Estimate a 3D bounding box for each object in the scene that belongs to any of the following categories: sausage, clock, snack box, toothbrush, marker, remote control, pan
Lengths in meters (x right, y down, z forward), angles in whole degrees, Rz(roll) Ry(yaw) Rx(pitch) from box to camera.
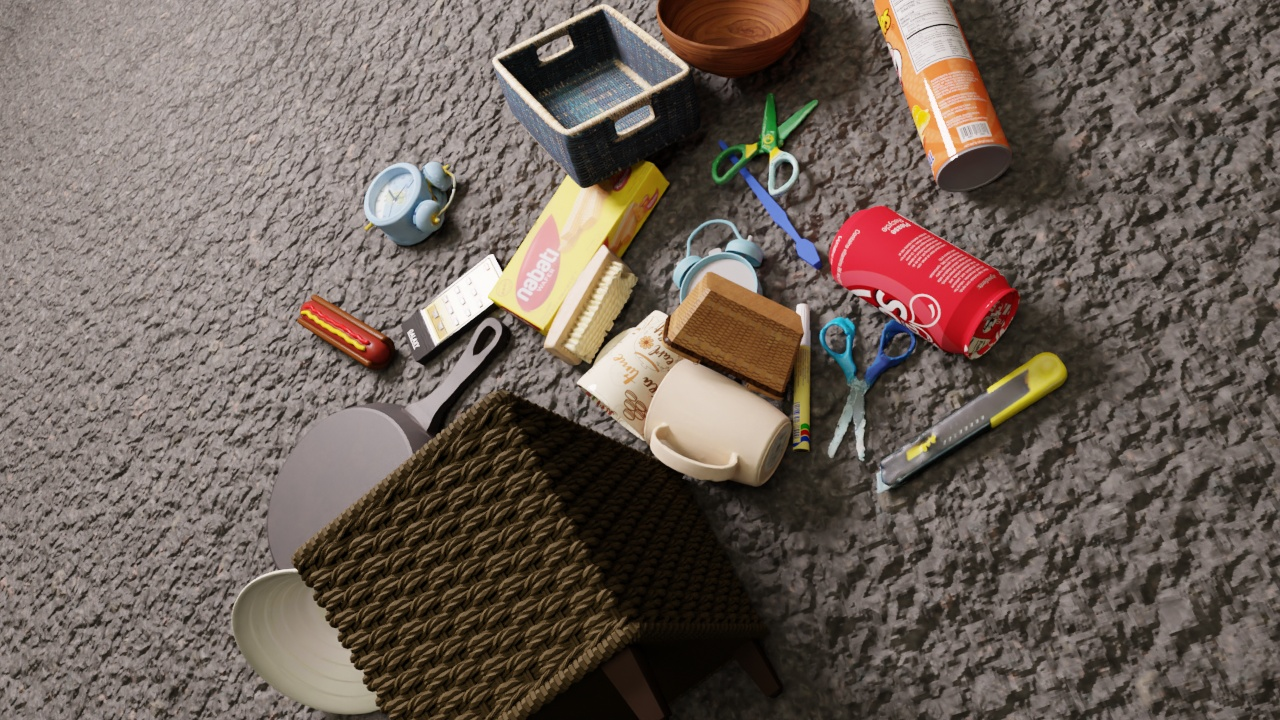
[{"bbox_3d":[-0.337,-0.033,1.043,0.156,0.040,0.040,26,84,33],"label":"sausage"},{"bbox_3d":[-0.261,-0.184,1.056,0.125,0.051,0.088,-6,66,26],"label":"clock"},{"bbox_3d":[-0.064,-0.122,0.934,0.092,0.042,0.200,31,86,34],"label":"snack box"},{"bbox_3d":[0.120,-0.151,0.872,0.016,0.011,0.186,-37,55,10],"label":"toothbrush"},{"bbox_3d":[0.139,0.014,0.791,0.014,0.014,0.132,-6,68,25],"label":"marker"},{"bbox_3d":[0.072,-0.077,0.846,0.087,0.042,0.123,-18,65,20],"label":"clock"},{"bbox_3d":[-0.199,-0.055,0.995,0.133,0.013,0.058,-37,58,10],"label":"remote control"},{"bbox_3d":[-0.259,0.096,0.948,0.249,0.043,0.356,38,90,33],"label":"pan"}]

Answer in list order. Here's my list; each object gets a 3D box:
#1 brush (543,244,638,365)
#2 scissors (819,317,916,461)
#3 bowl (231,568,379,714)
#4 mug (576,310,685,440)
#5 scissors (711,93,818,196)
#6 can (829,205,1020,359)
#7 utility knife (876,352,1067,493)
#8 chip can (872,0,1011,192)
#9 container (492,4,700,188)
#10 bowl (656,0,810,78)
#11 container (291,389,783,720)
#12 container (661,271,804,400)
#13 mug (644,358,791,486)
[{"bbox_3d":[-0.045,-0.050,0.891,0.039,0.049,0.117,28,85,35],"label":"brush"},{"bbox_3d":[0.192,0.023,0.761,0.086,0.015,0.134,-5,69,24],"label":"scissors"},{"bbox_3d":[-0.288,0.250,0.867,0.177,0.177,0.057,-21,22,19],"label":"bowl"},{"bbox_3d":[-0.005,0.005,0.847,0.097,0.081,0.122,-50,30,-7],"label":"mug"},{"bbox_3d":[0.129,-0.206,0.880,0.128,0.012,0.119,-41,56,0],"label":"scissors"},{"bbox_3d":[0.225,-0.065,0.742,0.142,0.074,0.074,40,91,33],"label":"can"},{"bbox_3d":[0.253,0.051,0.715,0.171,0.020,0.028,-37,56,11],"label":"utility knife"},{"bbox_3d":[0.261,-0.251,0.805,0.062,0.062,0.210,-19,63,20],"label":"chip can"},{"bbox_3d":[-0.046,-0.271,0.933,0.145,0.071,0.187,-30,49,-10],"label":"container"},{"bbox_3d":[0.092,-0.325,0.910,0.147,0.069,0.147,-4,53,5],"label":"bowl"},{"bbox_3d":[-0.040,0.184,0.645,0.176,0.321,0.205,-38,64,9],"label":"container"},{"bbox_3d":[0.082,-0.024,0.768,0.114,0.063,0.061,25,114,-6],"label":"container"},{"bbox_3d":[0.060,0.062,0.761,0.104,0.111,0.085,24,123,23],"label":"mug"}]
